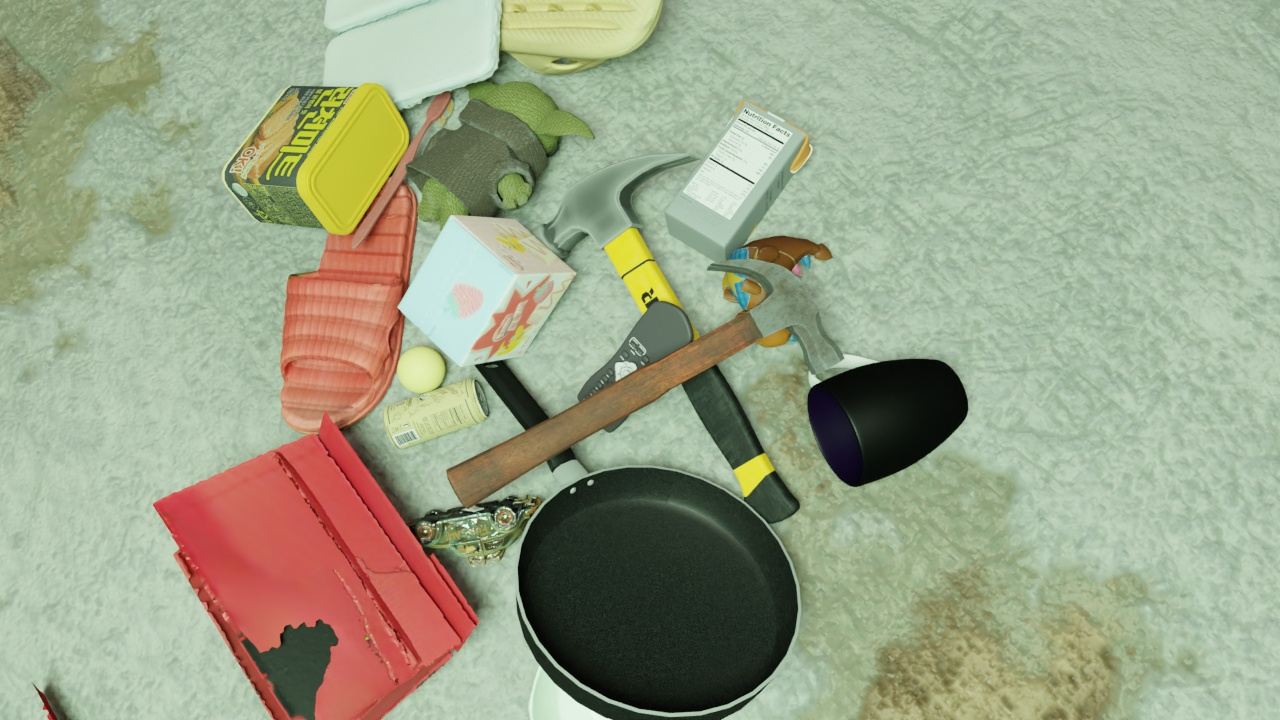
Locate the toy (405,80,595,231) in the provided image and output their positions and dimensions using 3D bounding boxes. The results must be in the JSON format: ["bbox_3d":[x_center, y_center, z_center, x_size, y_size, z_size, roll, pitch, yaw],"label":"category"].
[{"bbox_3d":[-0.133,-0.177,0.802,0.179,0.078,0.152,31,74,37],"label":"toy"}]

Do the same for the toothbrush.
[{"bbox_3d":[-0.213,-0.172,0.824,0.015,0.016,0.184,16,64,15],"label":"toothbrush"}]

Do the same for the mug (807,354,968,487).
[{"bbox_3d":[0.185,0.030,0.710,0.100,0.085,0.118,-20,42,-12],"label":"mug"}]

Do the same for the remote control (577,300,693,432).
[{"bbox_3d":[-0.004,0.004,0.738,0.046,0.009,0.125,47,116,15],"label":"remote control"}]

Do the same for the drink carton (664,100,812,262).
[{"bbox_3d":[0.082,-0.151,0.783,0.076,0.048,0.124,33,81,15],"label":"drink carton"}]

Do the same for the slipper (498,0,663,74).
[{"bbox_3d":[-0.080,-0.317,0.840,0.262,0.079,0.111,14,83,31],"label":"slipper"}]

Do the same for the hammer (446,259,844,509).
[{"bbox_3d":[-0.004,0.022,0.679,0.300,0.028,0.111,-29,89,-8],"label":"hammer"}]

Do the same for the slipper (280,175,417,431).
[{"bbox_3d":[-0.255,-0.058,0.797,0.103,0.059,0.248,8,74,10],"label":"slipper"}]

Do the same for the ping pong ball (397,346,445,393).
[{"bbox_3d":[-0.186,0.008,0.778,0.040,0.040,0.040,-2,74,7],"label":"ping pong ball"}]

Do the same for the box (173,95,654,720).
[{"bbox_3d":[-0.171,0.081,0.627,0.214,0.138,0.469,50,119,16],"label":"box"}]

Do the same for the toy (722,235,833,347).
[{"bbox_3d":[0.119,-0.058,0.761,0.103,0.071,0.090,-10,85,-19],"label":"toy"}]

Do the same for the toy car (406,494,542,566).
[{"bbox_3d":[-0.131,0.138,0.730,0.112,0.047,0.047,-10,92,0],"label":"toy car"}]

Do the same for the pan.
[{"bbox_3d":[-0.033,0.117,0.696,0.203,0.044,0.355,-21,52,-32],"label":"pan"}]

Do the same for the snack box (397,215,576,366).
[{"bbox_3d":[-0.123,-0.057,0.744,0.079,0.094,0.093,42,111,16],"label":"snack box"}]

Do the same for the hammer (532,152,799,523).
[{"bbox_3d":[0.036,-0.017,0.740,0.170,0.034,0.324,-34,78,24],"label":"hammer"}]

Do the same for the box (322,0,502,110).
[{"bbox_3d":[-0.216,-0.324,0.851,0.209,0.037,0.189,-4,72,27],"label":"box"}]

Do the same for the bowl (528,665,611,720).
[{"bbox_3d":[-0.019,0.252,0.675,0.117,0.061,0.117,-2,73,7],"label":"bowl"}]

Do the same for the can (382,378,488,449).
[{"bbox_3d":[-0.170,0.044,0.766,0.079,0.038,0.038,-19,73,2],"label":"can"}]

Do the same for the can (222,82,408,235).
[{"bbox_3d":[-0.285,-0.180,0.807,0.101,0.072,0.130,9,59,24],"label":"can"}]
